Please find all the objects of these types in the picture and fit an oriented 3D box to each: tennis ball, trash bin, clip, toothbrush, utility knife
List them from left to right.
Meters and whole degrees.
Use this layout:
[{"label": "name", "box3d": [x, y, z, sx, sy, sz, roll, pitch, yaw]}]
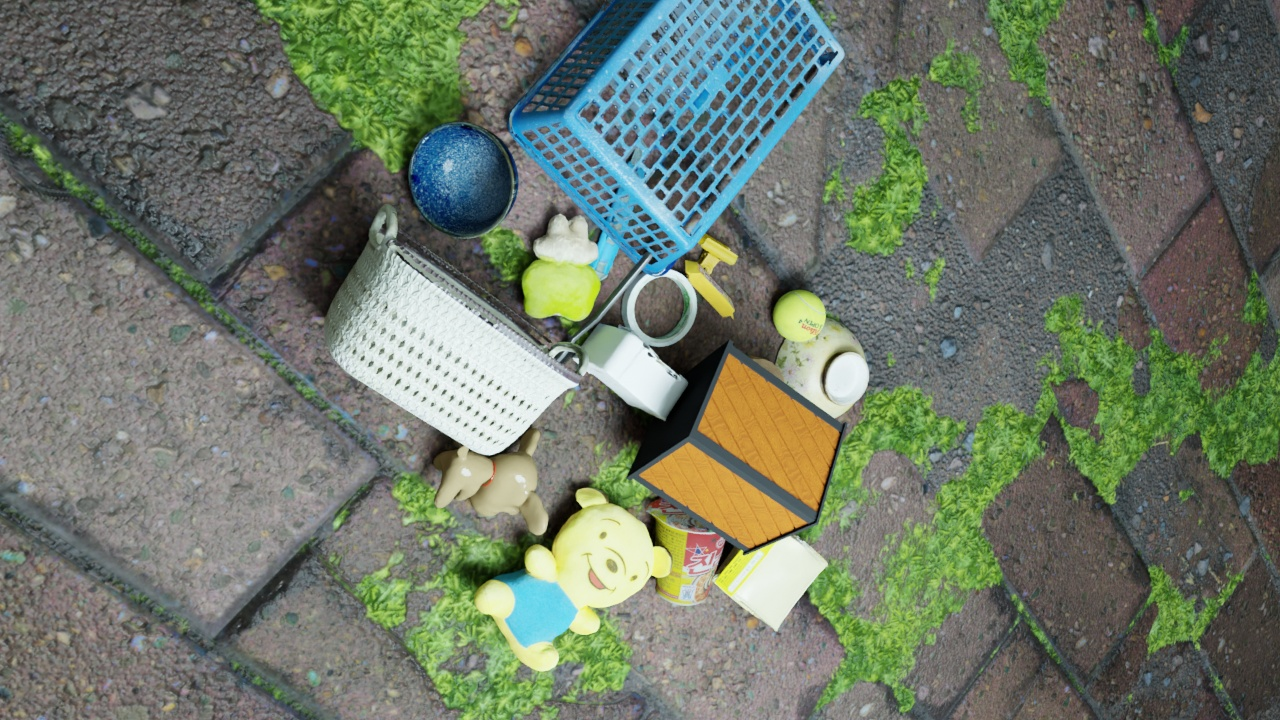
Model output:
[{"label": "toothbrush", "box3d": [-0.043, -0.058, 1.031, 0.013, 0.013, 0.167, 32, 105, -36]}, {"label": "utility knife", "box3d": [-0.025, -0.169, 1.048, 0.031, 0.015, 0.175, 18, 90, -33]}, {"label": "clip", "box3d": [0.086, -0.126, 1.109, 0.054, 0.048, 0.046, 27, 62, -31]}, {"label": "trash bin", "box3d": [0.110, 0.103, 1.047, 0.172, 0.140, 0.139, 35, 53, -11]}, {"label": "tennis ball", "box3d": [0.200, -0.057, 1.159, 0.065, 0.065, 0.065, -6, 103, -27]}]

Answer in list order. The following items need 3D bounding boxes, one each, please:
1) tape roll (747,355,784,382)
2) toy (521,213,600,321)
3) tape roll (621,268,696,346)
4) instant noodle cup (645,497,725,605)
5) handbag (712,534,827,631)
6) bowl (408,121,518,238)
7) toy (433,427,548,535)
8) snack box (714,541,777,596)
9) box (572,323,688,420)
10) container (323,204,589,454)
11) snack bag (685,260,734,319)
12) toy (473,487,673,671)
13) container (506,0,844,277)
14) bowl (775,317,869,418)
[{"label": "tape roll", "box3d": [0.138, 0.041, 1.168, 0.093, 0.027, 0.094, -6, 103, -27]}, {"label": "toy", "box3d": [-0.086, -0.103, 1.013, 0.092, 0.043, 0.118, 4, 94, -24]}, {"label": "tape roll", "box3d": [0.023, -0.063, 1.092, 0.093, 0.018, 0.094, -6, 103, -27]}, {"label": "instant noodle cup", "box3d": [0.060, 0.236, 1.133, 0.100, 0.100, 0.112, -3, 109, -27]}, {"label": "handbag", "box3d": [0.167, 0.272, 1.204, 0.111, 0.081, 0.119, 42, 81, -20]}, {"label": "bowl", "box3d": [-0.170, -0.185, 0.932, 0.114, 0.060, 0.114, 5, 108, 15]}, {"label": "toy", "box3d": [-0.164, 0.128, 0.993, 0.108, 0.134, 0.106, 16, 135, -30]}, {"label": "snack box", "box3d": [0.149, 0.226, 1.134, 0.029, 0.040, 0.148, 40, 91, 12]}, {"label": "box", "box3d": [0.000, -0.004, 1.044, 0.107, 0.102, 0.095, 38, 80, -28]}, {"label": "container", "box3d": [-0.187, -0.021, 0.903, 0.251, 0.185, 0.143, 37, 91, -29]}, {"label": "snack bag", "box3d": [0.085, -0.085, 1.110, 0.020, 0.026, 0.099, -33, 126, 20]}, {"label": "toy", "box3d": [-0.080, 0.249, 1.064, 0.213, 0.084, 0.149, -38, 115, -19]}, {"label": "container", "box3d": [0.062, -0.302, 1.014, 0.257, 0.089, 0.361, 43, 77, -26]}, {"label": "bowl", "box3d": [0.252, 0.018, 1.203, 0.145, 0.063, 0.145, -6, 103, -28]}]
